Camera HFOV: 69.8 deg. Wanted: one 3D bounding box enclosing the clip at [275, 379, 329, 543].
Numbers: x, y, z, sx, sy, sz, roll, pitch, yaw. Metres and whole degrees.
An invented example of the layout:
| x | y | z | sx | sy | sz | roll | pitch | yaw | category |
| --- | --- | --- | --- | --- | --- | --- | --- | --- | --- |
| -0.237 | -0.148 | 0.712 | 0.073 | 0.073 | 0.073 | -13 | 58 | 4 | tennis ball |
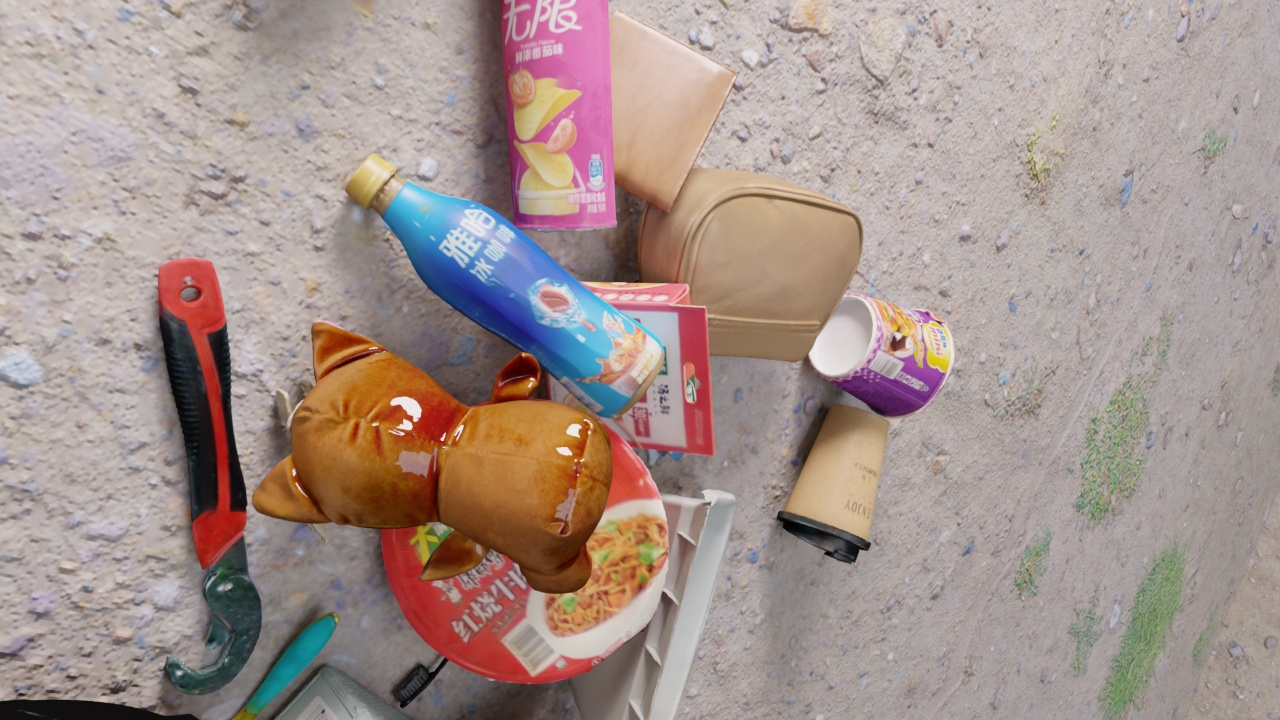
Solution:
| x | y | z | sx | sy | sz | roll | pitch | yaw | category |
| --- | --- | --- | --- | --- | --- | --- | --- | --- | --- |
| -0.206 | 0.071 | 0.573 | 0.092 | 0.035 | 0.103 | -50 | 125 | -18 | clip |

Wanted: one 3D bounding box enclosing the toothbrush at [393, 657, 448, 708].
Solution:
| x | y | z | sx | sy | sz | roll | pitch | yaw | category |
| --- | --- | --- | --- | --- | --- | --- | --- | --- | --- |
| -0.118 | 0.184 | 0.699 | 0.016 | 0.014 | 0.189 | 46 | 71 | -13 | toothbrush |

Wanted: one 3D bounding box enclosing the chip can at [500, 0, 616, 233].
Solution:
| x | y | z | sx | sy | sz | roll | pitch | yaw | category |
| --- | --- | --- | --- | --- | --- | --- | --- | --- | --- |
| -0.052 | -0.189 | 0.579 | 0.071 | 0.071 | 0.211 | -12 | 106 | -38 | chip can |

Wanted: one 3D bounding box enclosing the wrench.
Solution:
| x | y | z | sx | sy | sz | roll | pitch | yaw | category |
| --- | --- | --- | --- | --- | --- | --- | --- | --- | --- |
| -0.257 | 0.075 | 0.543 | 0.056 | 0.016 | 0.274 | -8 | 110 | -39 | wrench |

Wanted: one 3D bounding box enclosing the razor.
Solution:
| x | y | z | sx | sy | sz | roll | pitch | yaw | category |
| --- | --- | --- | --- | --- | --- | --- | --- | --- | --- |
| -0.242 | 0.217 | 0.593 | 0.043 | 0.028 | 0.132 | 40 | 78 | -9 | razor |

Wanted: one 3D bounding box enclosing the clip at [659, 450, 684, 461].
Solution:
| x | y | z | sx | sy | sz | roll | pitch | yaw | category |
| --- | --- | --- | --- | --- | --- | --- | --- | --- | --- |
| 0.018 | 0.060 | 0.772 | 0.026 | 0.039 | 0.058 | -51 | 131 | -14 | clip |

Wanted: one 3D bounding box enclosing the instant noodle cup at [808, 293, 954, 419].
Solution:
| x | y | z | sx | sy | sz | roll | pitch | yaw | category |
| --- | --- | --- | --- | --- | --- | --- | --- | --- | --- |
| 0.219 | -0.010 | 0.866 | 0.099 | 0.112 | 0.111 | 19 | 91 | -33 | instant noodle cup |

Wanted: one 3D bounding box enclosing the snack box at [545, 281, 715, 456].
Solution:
| x | y | z | sx | sy | sz | roll | pitch | yaw | category |
| --- | --- | --- | --- | --- | --- | --- | --- | --- | --- |
| -0.004 | 0.004 | 0.658 | 0.044 | 0.127 | 0.113 | -46 | 136 | -59 | snack box |

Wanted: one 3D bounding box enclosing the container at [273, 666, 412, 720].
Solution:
| x | y | z | sx | sy | sz | roll | pitch | yaw | category |
| --- | --- | --- | --- | --- | --- | --- | --- | --- | --- |
| -0.192 | 0.277 | 0.617 | 0.089 | 0.090 | 0.111 | -48 | 126 | -19 | container |

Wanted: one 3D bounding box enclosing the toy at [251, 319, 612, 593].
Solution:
| x | y | z | sx | sy | sz | roll | pitch | yaw | category |
| --- | --- | --- | --- | --- | --- | --- | --- | --- | --- |
| -0.116 | 0.058 | 0.542 | 0.199 | 0.131 | 0.140 | 14 | 66 | -7 | toy |

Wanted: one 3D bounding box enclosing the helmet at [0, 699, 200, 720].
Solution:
| x | y | z | sx | sy | sz | roll | pitch | yaw | category |
| --- | --- | --- | --- | --- | --- | --- | --- | --- | --- |
| -0.275 | 0.291 | 0.434 | 0.233 | 0.275 | 0.230 | -52 | 159 | 2 | helmet |

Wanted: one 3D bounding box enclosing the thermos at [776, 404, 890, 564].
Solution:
| x | y | z | sx | sy | sz | roll | pitch | yaw | category |
| --- | --- | --- | --- | --- | --- | --- | --- | --- | --- |
| 0.194 | 0.120 | 0.897 | 0.093 | 0.093 | 0.143 | 29 | 77 | -42 | thermos |

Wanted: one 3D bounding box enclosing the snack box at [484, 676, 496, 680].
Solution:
| x | y | z | sx | sy | sz | roll | pitch | yaw | category |
| --- | --- | --- | --- | --- | --- | --- | --- | --- | --- |
| -0.070 | 0.168 | 0.710 | 0.084 | 0.027 | 0.157 | 11 | 101 | -51 | snack box |

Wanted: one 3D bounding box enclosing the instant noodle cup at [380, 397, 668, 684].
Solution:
| x | y | z | sx | sy | sz | roll | pitch | yaw | category |
| --- | --- | --- | --- | --- | --- | --- | --- | --- | --- |
| -0.075 | 0.118 | 0.631 | 0.066 | 0.194 | 0.194 | -34 | 140 | -84 | instant noodle cup |

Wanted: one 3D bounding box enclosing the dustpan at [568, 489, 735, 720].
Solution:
| x | y | z | sx | sy | sz | roll | pitch | yaw | category |
| --- | --- | --- | --- | --- | --- | --- | --- | --- | --- |
| 0.040 | 0.204 | 0.714 | 0.142 | 0.258 | 0.222 | 17 | 88 | -18 | dustpan |

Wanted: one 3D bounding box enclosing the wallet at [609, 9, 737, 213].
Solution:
| x | y | z | sx | sy | sz | roll | pitch | yaw | category |
| --- | --- | --- | --- | --- | --- | --- | --- | --- | --- |
| 0.001 | -0.175 | 0.643 | 0.101 | 0.020 | 0.115 | 28 | 81 | -3 | wallet |

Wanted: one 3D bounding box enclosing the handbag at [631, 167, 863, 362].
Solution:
| x | y | z | sx | sy | sz | roll | pitch | yaw | category |
| --- | --- | --- | --- | --- | --- | --- | --- | --- | --- |
| 0.080 | -0.074 | 0.731 | 0.204 | 0.100 | 0.148 | 3 | 110 | -41 | handbag |

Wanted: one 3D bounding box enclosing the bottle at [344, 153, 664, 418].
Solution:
| x | y | z | sx | sy | sz | roll | pitch | yaw | category |
| --- | --- | --- | --- | --- | --- | --- | --- | --- | --- |
| -0.085 | -0.049 | 0.576 | 0.218 | 0.065 | 0.065 | 38 | 77 | -13 | bottle |
